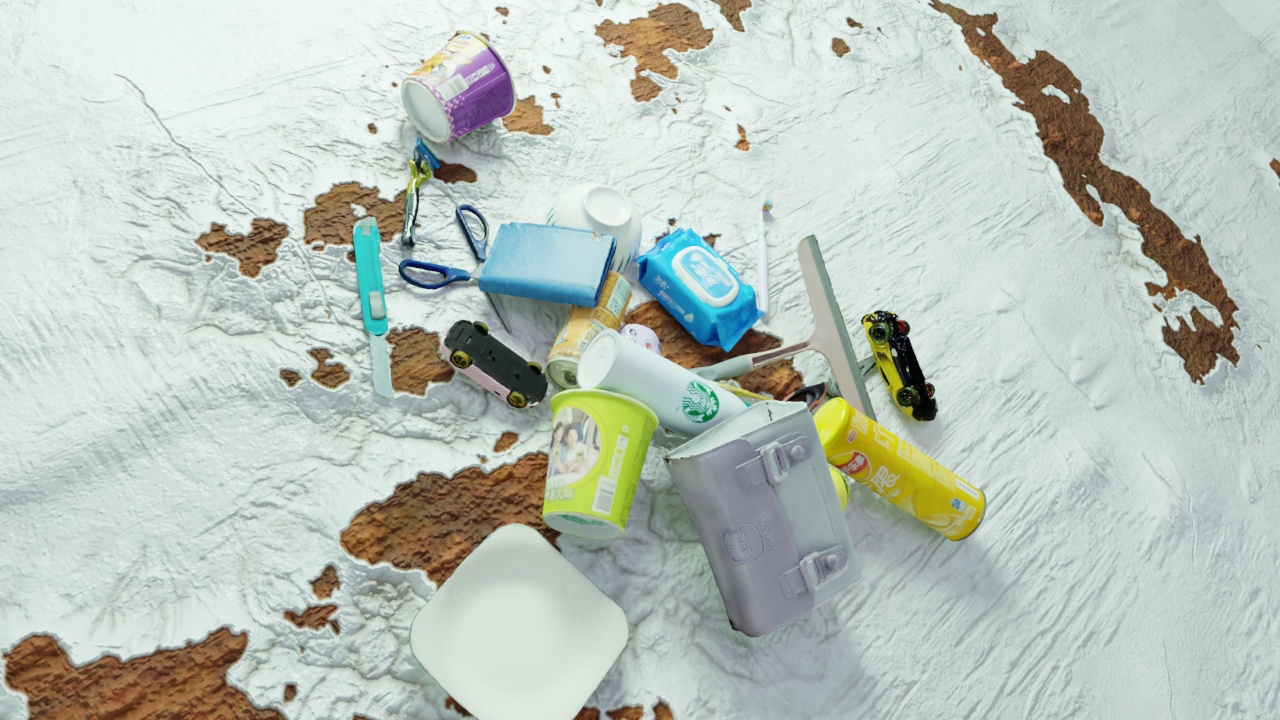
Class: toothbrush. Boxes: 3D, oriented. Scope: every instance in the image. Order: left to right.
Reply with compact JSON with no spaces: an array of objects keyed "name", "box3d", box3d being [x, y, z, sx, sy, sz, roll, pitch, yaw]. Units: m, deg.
[{"name":"toothbrush","box3d":[0.093,0.036,1.012,0.191,0.016,0.018,15,86,-17]},{"name":"toothbrush","box3d":[0.161,-0.135,1.189,0.021,0.029,0.188,-6,57,18]}]

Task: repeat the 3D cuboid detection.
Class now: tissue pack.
[{"name":"tissue pack","box3d":[0.073,-0.087,1.097,0.157,0.052,0.094,46,53,7]}]

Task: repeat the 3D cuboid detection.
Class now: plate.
[{"name":"plate","box3d":[-0.109,0.246,0.822,0.164,0.034,0.163,42,53,3]}]

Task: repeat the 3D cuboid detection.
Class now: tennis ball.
[{"name":"tennis ball","box3d":[0.195,0.145,1.003,0.065,0.066,0.065,11,57,-18]}]

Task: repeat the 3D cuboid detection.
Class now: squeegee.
[{"name":"squeegee","box3d":[0.129,0.001,1.058,0.249,0.040,0.247,-16,88,-21]}]

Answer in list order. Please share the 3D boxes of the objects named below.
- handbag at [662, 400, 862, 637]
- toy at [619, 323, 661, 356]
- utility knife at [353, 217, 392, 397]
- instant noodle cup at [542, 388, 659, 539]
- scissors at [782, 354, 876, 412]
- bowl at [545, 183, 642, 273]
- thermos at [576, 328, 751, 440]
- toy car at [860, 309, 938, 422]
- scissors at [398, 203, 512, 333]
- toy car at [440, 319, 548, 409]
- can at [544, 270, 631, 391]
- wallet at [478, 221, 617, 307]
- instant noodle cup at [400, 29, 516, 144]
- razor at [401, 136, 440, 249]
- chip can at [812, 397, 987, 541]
[{"name":"handbag","box3d":[0.124,0.154,0.908,0.144,0.099,0.197,-24,101,-22]},{"name":"toy","box3d":[-0.006,0.006,1.010,0.084,0.039,0.107,33,51,-28]},{"name":"utility knife","box3d":[-0.274,-0.060,0.947,0.029,0.013,0.222,-2,62,-25]},{"name":"instant noodle cup","box3d":[-0.046,0.107,0.898,0.111,0.112,0.123,18,63,-14]},{"name":"scissors","box3d":[0.236,0.047,1.114,0.188,0.015,0.226,3,59,-23]},{"name":"bowl","box3d":[-0.048,-0.163,1.080,0.116,0.066,0.116,11,57,-18]},{"name":"thermos","box3d":[0.044,0.042,0.953,0.224,0.073,0.073,27,51,-31]},{"name":"toy car","box3d":[0.325,0.007,1.153,0.071,0.041,0.155,-11,76,-49]},{"name":"scissors","box3d":[-0.182,-0.105,1.018,0.173,0.012,0.162,7,59,-23]},{"name":"toy car","box3d":[-0.152,0.006,0.950,0.122,0.037,0.056,37,49,-16]},{"name":"can","box3d":[-0.055,-0.033,0.996,0.058,0.058,0.145,27,49,-8]},{"name":"wallet","box3d":[-0.100,-0.107,1.004,0.133,0.040,0.106,9,52,8]},{"name":"instant noodle cup","box3d":[-0.219,-0.313,1.076,0.111,0.112,0.099,44,63,5]},{"name":"razor","box3d":[-0.253,-0.182,1.028,0.042,0.022,0.142,47,39,-52]},{"name":"chip can","box3d":[0.290,0.124,1.040,0.213,0.072,0.071,31,53,-13]}]
